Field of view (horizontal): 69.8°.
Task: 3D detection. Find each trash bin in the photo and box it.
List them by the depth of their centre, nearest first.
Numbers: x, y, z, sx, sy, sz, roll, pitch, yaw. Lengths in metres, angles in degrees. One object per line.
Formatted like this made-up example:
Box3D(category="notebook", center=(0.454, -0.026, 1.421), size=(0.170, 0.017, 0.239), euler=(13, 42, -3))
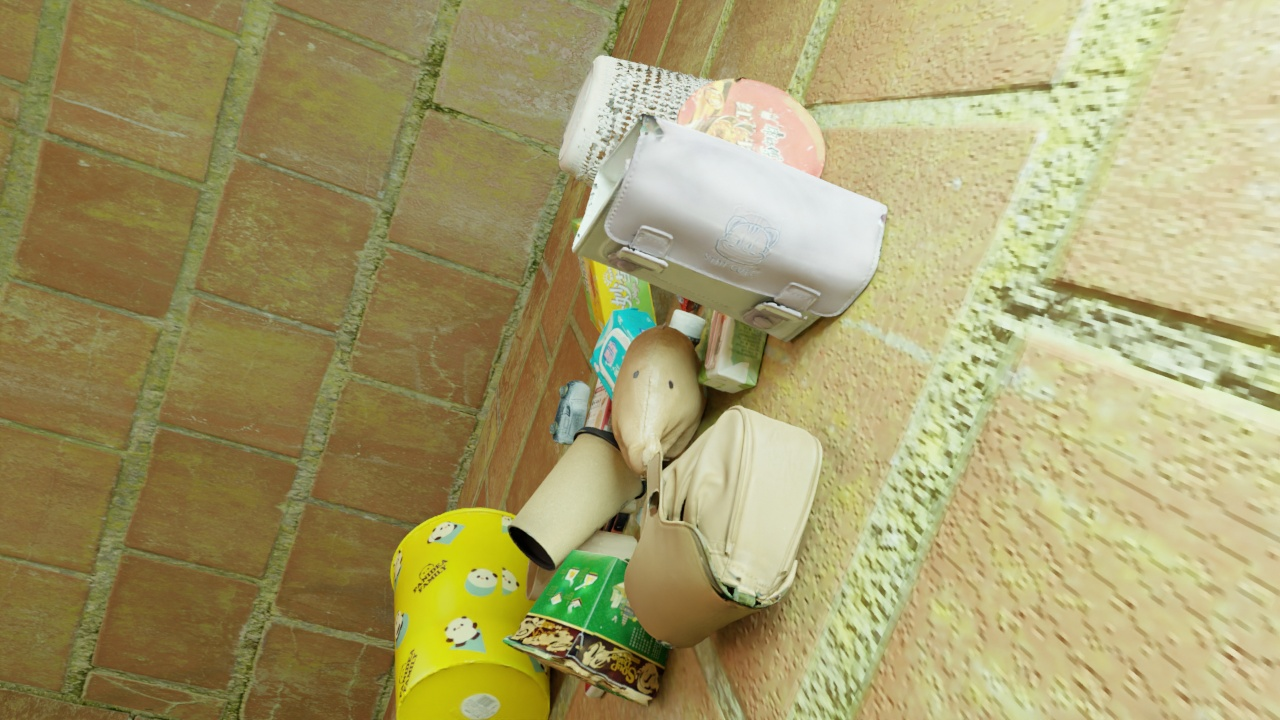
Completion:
Box3D(category="trash bin", center=(0.008, -0.282, 1.167), size=(0.227, 0.192, 0.227), euler=(-163, 91, -76))
Box3D(category="trash bin", center=(-0.219, 0.362, 1.203), size=(0.255, 0.229, 0.230), euler=(-107, 37, -59))

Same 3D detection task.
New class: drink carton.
Box3D(category="drink carton", center=(0.089, -0.035, 0.835), size=(0.054, 0.045, 0.122), euler=(156, 131, -71))

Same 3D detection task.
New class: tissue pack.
Box3D(category="tissue pack", center=(-0.006, 0.006, 1.084), size=(0.133, 0.050, 0.093), euler=(56, 129, 46))

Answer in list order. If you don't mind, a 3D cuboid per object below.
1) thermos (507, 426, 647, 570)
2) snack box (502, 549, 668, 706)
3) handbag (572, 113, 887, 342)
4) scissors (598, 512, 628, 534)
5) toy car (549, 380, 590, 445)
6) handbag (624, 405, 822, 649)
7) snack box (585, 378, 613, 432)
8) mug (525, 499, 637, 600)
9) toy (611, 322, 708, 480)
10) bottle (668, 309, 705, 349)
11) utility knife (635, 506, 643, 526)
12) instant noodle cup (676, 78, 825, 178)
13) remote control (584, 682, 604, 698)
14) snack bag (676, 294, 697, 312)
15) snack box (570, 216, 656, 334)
Box3D(category="thermos", center=(-0.060, 0.134, 0.900), size=(0.143, 0.093, 0.093), euler=(-46, -1, -30))
Box3D(category="snack box", center=(-0.035, 0.236, 0.829), size=(0.118, 0.118, 0.105), euler=(-8, 51, 54))
Box3D(category="handbag", center=(0.063, -0.097, 0.695), size=(0.145, 0.197, 0.098), euler=(137, 151, -64))
Box3D(category="scissors", center=(-0.055, 0.238, 1.123), size=(0.189, 0.015, 0.226), euler=(130, 153, -58))
Box3D(category="toy car", center=(-0.092, 0.072, 1.243), size=(0.034, 0.042, 0.090), euler=(24, 102, 51))
Box3D(category="handbag", center=(0.049, 0.122, 0.671), size=(0.205, 0.099, 0.147), euler=(122, 163, -58))
Box3D(category="snack box", center=(-0.033, 0.054, 1.208), size=(0.113, 0.044, 0.127), euler=(155, 130, -73))
Box3D(category="mug", center=(-0.060, 0.198, 0.974), size=(0.084, 0.103, 0.124), euler=(129, 150, -67))
Box3D(category="toy", center=(0.014, 0.037, 0.836), size=(0.225, 0.082, 0.143), euler=(-26, -67, -77))
Box3D(category="bottle", center=(0.019, 0.042, 0.985), size=(0.079, 0.044, 0.195), euler=(-16, -53, -75))
Box3D(category="utility knife", center=(0.019, 0.173, 0.904), size=(0.214, 0.018, 0.034), euler=(-169, 96, -78))
Box3D(category="instant noodle cup", center=(0.089, -0.173, 0.853), size=(0.109, 0.138, 0.137), euler=(115, 168, -63))
Box3D(category="remote control", center=(-0.026, 0.289, 0.928), size=(0.055, 0.020, 0.136), euler=(-86, 19, -48))
Box3D(category="snack bag", center=(0.057, -0.096, 1.081), size=(0.105, 0.026, 0.045), euler=(-86, 11, -49))
Box3D(category="snack box", center=(-0.039, -0.117, 1.258), size=(0.210, 0.070, 0.158), euler=(-130, 28, -74))
